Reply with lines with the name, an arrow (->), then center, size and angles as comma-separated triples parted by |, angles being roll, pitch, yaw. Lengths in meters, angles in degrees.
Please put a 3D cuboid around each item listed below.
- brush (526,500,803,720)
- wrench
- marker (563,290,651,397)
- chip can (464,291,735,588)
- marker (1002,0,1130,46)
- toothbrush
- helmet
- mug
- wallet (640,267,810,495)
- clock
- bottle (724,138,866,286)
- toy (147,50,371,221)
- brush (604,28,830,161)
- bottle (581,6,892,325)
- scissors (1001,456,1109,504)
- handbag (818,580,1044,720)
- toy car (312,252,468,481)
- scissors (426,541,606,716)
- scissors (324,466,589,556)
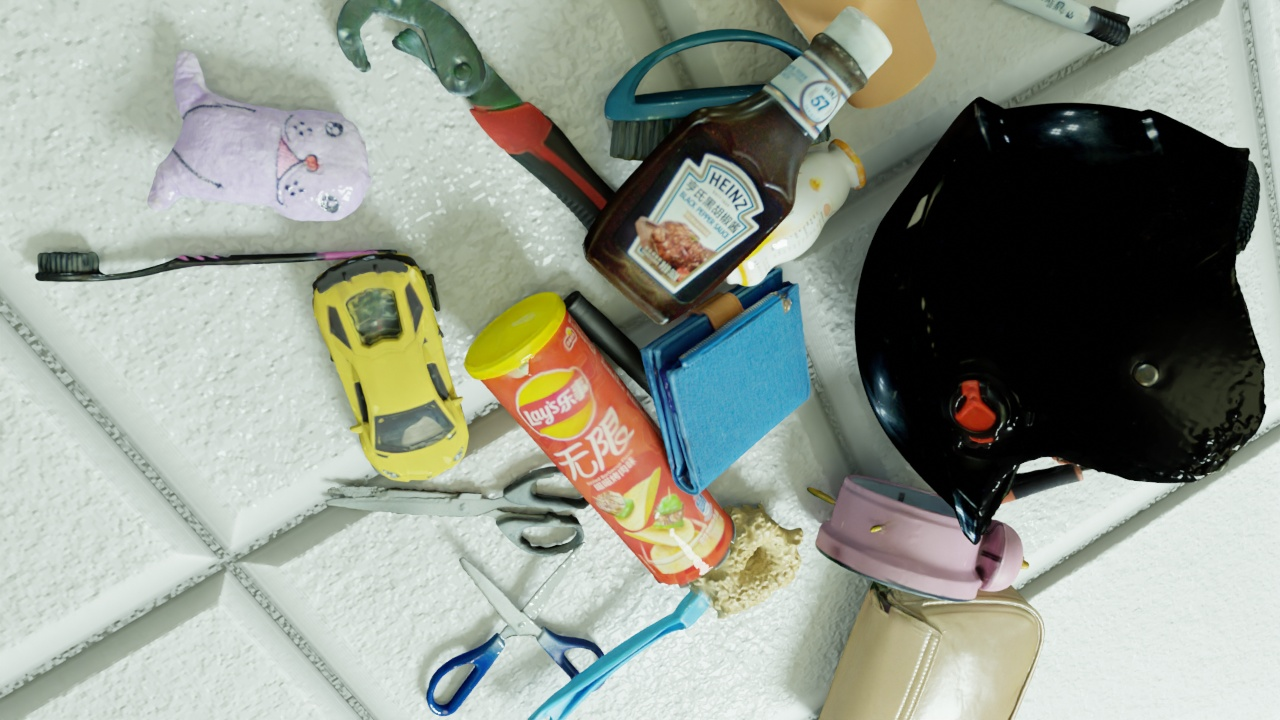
brush -> 0.014, 0.195, 0.671 | 0.254, 0.046, 0.083 | -39, 123, -2
wrench -> -0.058, -0.118, 0.548 | 0.273, 0.016, 0.056 | 38, 95, -26
marker -> -0.004, 0.004, 0.610 | 0.022, 0.020, 0.132 | -38, 117, 18
chip can -> -0.020, 0.056, 0.597 | 0.073, 0.073, 0.216 | -39, 117, -1
marker -> 0.272, -0.236, 0.607 | 0.130, 0.018, 0.022 | 12, 97, -22
toothbrush -> -0.235, -0.058, 0.518 | 0.189, 0.014, 0.018 | -6, 98, -16
helmet -> 0.245, -0.026, 0.565 | 0.232, 0.230, 0.275 | -15, 141, -57
mug -> 0.122, -0.214, 0.539 | 0.078, 0.078, 0.123 | -40, 121, 0
wallet -> 0.060, 0.010, 0.596 | 0.132, 0.040, 0.106 | -35, 121, -37
clock -> 0.209, 0.130, 0.673 | 0.158, 0.117, 0.060 | 15, 93, -20
bottle -> 0.088, -0.095, 0.576 | 0.108, 0.063, 0.063 | -34, 116, -3
toy -> -0.200, -0.112, 0.494 | 0.108, 0.039, 0.084 | 9, 96, -19
brush -> 0.049, -0.158, 0.544 | 0.143, 0.055, 0.074 | -8, 113, -14
bottle -> 0.056, -0.110, 0.510 | 0.080, 0.044, 0.195 | 41, 102, -19
scissors -> 0.324, 0.070, 0.649 | 0.196, 0.215, 0.015 | -28, 84, 26
handbag -> 0.226, 0.255, 0.738 | 0.147, 0.099, 0.205 | 12, 106, -13
toy car -> -0.147, 0.009, 0.555 | 0.071, 0.041, 0.156 | -14, 116, -10
scissors -> -0.082, 0.198, 0.657 | 0.162, 0.012, 0.173 | 32, 102, -28
scissors -> -0.114, 0.088, 0.613 | 0.137, 0.014, 0.174 | -45, 115, 4
